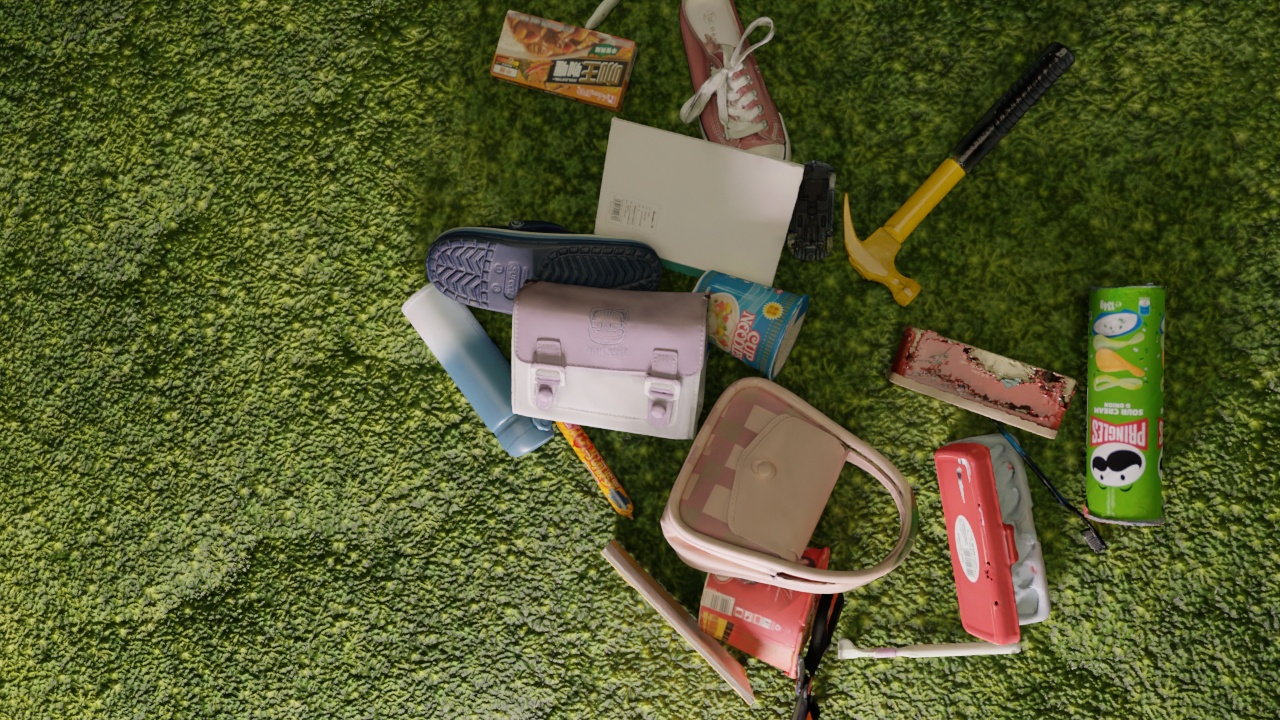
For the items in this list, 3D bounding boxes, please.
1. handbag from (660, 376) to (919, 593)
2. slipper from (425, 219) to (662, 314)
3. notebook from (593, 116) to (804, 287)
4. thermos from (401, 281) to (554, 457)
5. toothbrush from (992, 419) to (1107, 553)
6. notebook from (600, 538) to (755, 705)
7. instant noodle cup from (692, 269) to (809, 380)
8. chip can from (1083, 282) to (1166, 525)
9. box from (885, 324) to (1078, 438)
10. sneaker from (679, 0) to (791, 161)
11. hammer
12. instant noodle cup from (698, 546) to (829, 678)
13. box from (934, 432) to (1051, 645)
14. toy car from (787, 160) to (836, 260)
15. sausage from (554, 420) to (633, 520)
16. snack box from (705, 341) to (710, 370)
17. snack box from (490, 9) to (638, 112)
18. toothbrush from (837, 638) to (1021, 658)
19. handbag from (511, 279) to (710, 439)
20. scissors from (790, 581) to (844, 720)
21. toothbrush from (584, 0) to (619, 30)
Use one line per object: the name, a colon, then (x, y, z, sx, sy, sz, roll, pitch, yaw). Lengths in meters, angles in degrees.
handbag: (0.155, 0.137, 0.908, 0.234, 0.093, 0.192, 20, 62, 21)
slipper: (-0.103, -0.099, 1.004, 0.253, 0.095, 0.105, 5, 120, 0)
notebook: (0.056, -0.163, 0.983, 0.209, 0.012, 0.151, 17, 120, 10)
thermos: (-0.180, 0.010, 1.035, 0.070, 0.070, 0.220, -39, 85, 9)
toothbrush: (0.417, 0.129, 0.937, 0.016, 0.014, 0.189, -40, 100, 20)
notebook: (0.038, 0.267, 0.964, 0.206, 0.146, 0.010, 44, 87, 6)
instant noodle cup: (0.109, -0.044, 0.972, 0.110, 0.099, 0.099, 24, 96, 16)
chip can: (0.482, 0.042, 0.914, 0.072, 0.072, 0.236, 0, 92, 10)
box: (0.344, 0.011, 0.927, 0.168, 0.091, 0.077, 19, 98, 9)
sneaker: (0.094, -0.289, 0.963, 0.118, 0.087, 0.241, -17, 89, 10)
hammer: (0.329, -0.205, 0.953, 0.129, 0.032, 0.301, 43, 98, 5)
instant noodle cup: (0.128, 0.245, 0.957, 0.109, 0.137, 0.138, 14, 94, 18)
box: (0.371, 0.178, 0.942, 0.100, 0.095, 0.201, -9, 89, -14)
toy car: (0.183, -0.160, 0.980, 0.049, 0.031, 0.105, 3, 94, 9)
sausage: (-0.055, 0.111, 1.037, 0.021, 0.021, 0.165, -36, 86, 9)
snack box: (-0.006, 0.006, 1.022, 0.157, 0.026, 0.084, 10, 93, 10)
snack box: (-0.085, -0.335, 1.025, 0.154, 0.026, 0.075, 17, 95, 9)
toothbrush: (0.307, 0.308, 0.981, 0.190, 0.020, 0.029, -4, 121, 9)
handbag: (-0.030, -0.004, 0.943, 0.197, 0.098, 0.145, 7, 117, 9)
scissors: (0.173, 0.319, 0.928, 0.022, 0.233, 0.220, 11, 54, 20)
toothbrush: (0.000, -0.439, 1.012, 0.017, 0.016, 0.188, 45, 98, 14)
